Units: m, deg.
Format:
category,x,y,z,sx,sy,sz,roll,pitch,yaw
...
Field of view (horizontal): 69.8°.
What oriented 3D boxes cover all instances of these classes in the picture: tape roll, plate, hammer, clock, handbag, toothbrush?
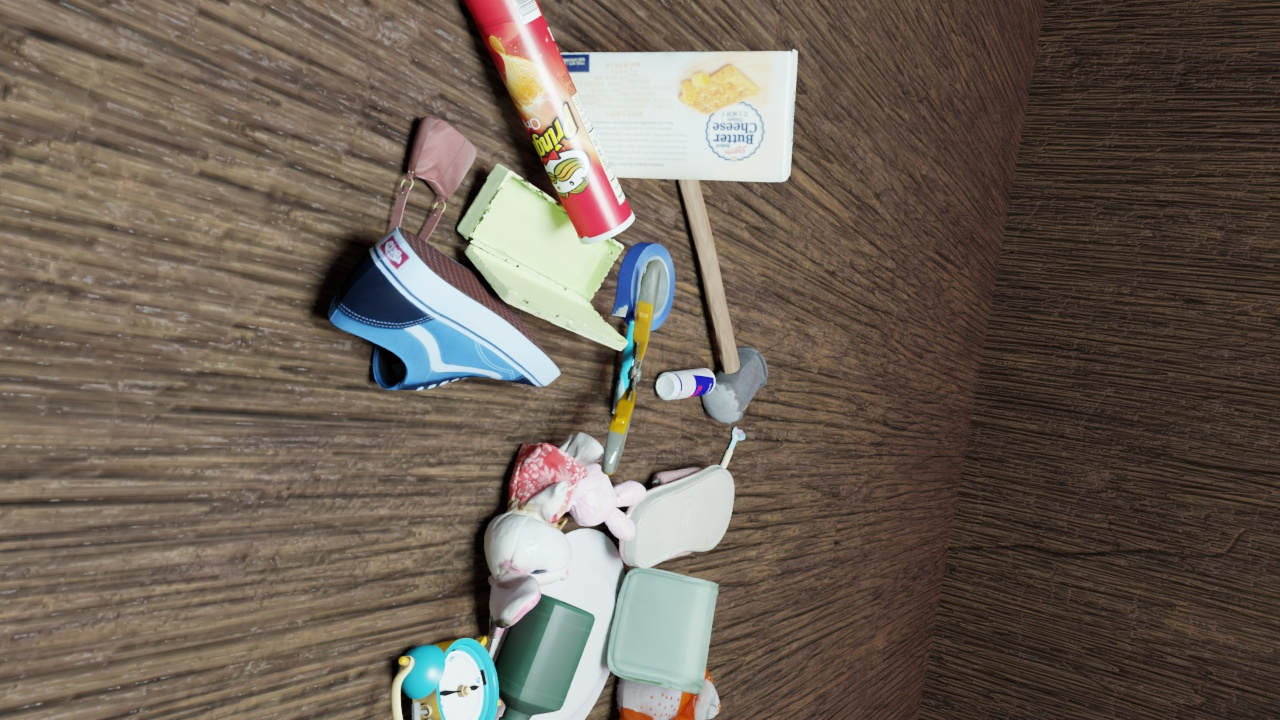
category,x,y,z,sx,sy,sz,roll,pitch,yaw
tape roll,0.007,-0.079,0.979,0.093,0.016,0.091,21,80,-59
plate,-0.076,0.296,0.951,0.241,0.016,0.243,-24,119,-55
hammer,0.090,-0.075,1.096,0.097,0.052,0.329,-48,134,-42
clock,-0.160,0.280,0.762,0.129,0.044,0.099,-4,79,-66
handbag,-0.163,-0.116,0.682,0.055,0.029,0.119,34,75,-59
handbag,0.026,0.299,1.016,0.067,0.106,0.121,67,33,-69
toothbrush,0.104,0.154,1.209,0.022,0.016,0.154,39,60,-20

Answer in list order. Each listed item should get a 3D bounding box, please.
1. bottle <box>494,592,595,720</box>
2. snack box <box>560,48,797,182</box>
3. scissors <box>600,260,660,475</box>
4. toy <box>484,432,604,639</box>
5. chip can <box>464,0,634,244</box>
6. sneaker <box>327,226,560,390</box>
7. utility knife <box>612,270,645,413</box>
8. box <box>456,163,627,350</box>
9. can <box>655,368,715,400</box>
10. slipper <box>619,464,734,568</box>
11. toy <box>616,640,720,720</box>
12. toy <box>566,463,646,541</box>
category,x,y,z,sx,sy,sz,roll,pitch,yaw
bottle,-0.098,0.285,0.845,0.061,0.061,0.131,32,73,-37
snack box,0.026,-0.209,0.783,0.057,0.208,0.104,-49,141,-69
scissors,-0.005,0.006,0.868,0.224,0.016,0.230,-73,174,-57
toy,-0.093,0.151,0.814,0.159,0.084,0.193,124,-11,-62
chip can,-0.071,-0.199,0.733,0.051,0.052,0.215,-50,124,-41
sneaker,-0.151,-0.016,0.704,0.098,0.083,0.241,-42,154,5
utility knife,-0.010,-0.018,0.946,0.022,0.015,0.162,-21,125,-58
box,-0.079,-0.079,0.792,0.188,0.066,0.127,21,59,-60
can,0.053,0.027,1.070,0.095,0.032,0.032,-5,103,-58
slipper,0.040,0.180,1.073,0.274,0.054,0.114,3,96,-62
toy,0.040,0.400,1.101,0.172,0.093,0.163,46,58,-55
toy,-0.042,0.139,0.917,0.110,0.047,0.063,29,61,-33
